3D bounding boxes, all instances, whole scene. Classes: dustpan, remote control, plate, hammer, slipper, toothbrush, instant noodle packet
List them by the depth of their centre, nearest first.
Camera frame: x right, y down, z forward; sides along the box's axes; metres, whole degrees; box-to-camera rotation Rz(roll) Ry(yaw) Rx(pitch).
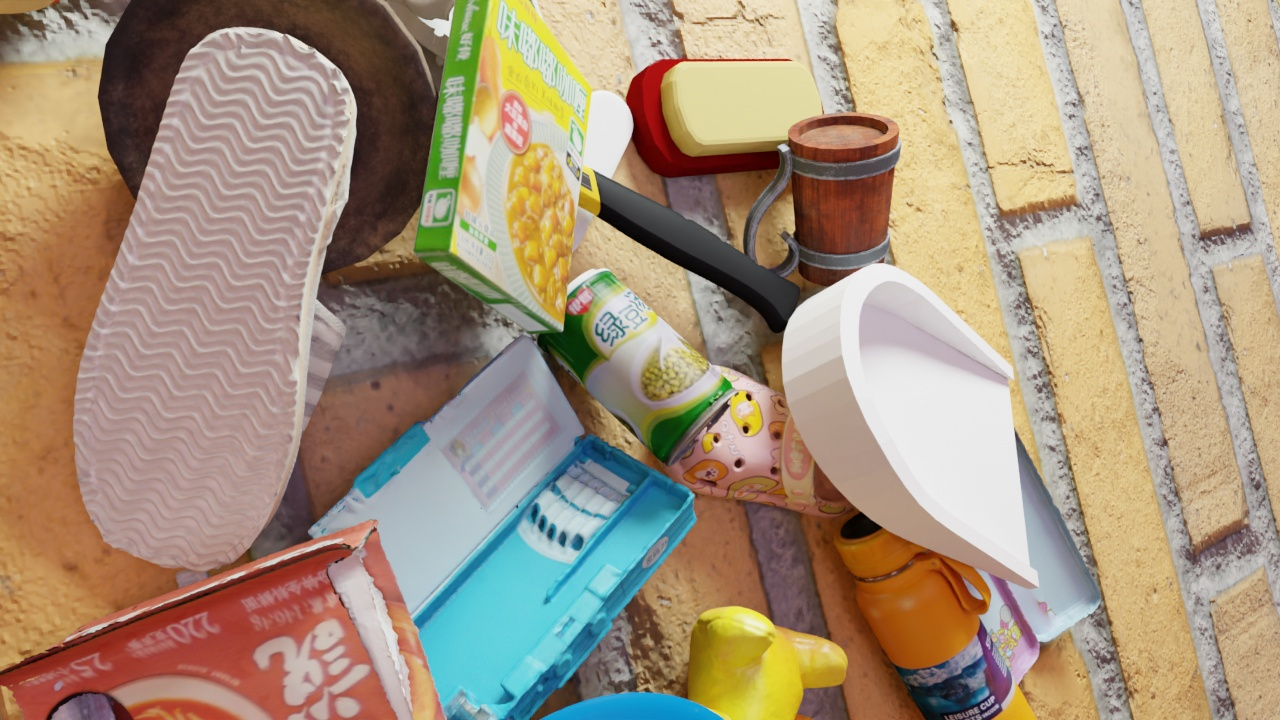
[{"bbox_3d":[-0.170,0.208,0.434,0.164,0.084,0.221,-20,91,-6],"label":"instant noodle packet"},{"bbox_3d":[-0.207,-0.026,0.459,0.114,0.054,0.273,13,102,-15],"label":"slipper"},{"bbox_3d":[-0.205,0.194,0.470,0.017,0.012,0.186,-19,78,-16],"label":"toothbrush"},{"bbox_3d":[-0.016,0.292,0.494,0.224,0.024,0.224,-3,98,-24],"label":"plate"},{"bbox_3d":[-0.026,-0.110,0.615,0.323,0.029,0.126,27,69,-18],"label":"hammer"},{"bbox_3d":[-0.043,-0.130,0.637,0.043,0.013,0.136,32,68,-23],"label":"remote control"},{"bbox_3d":[0.104,0.058,0.656,0.197,0.082,0.093,18,72,-29],"label":"slipper"},{"bbox_3d":[0.215,0.035,0.664,0.257,0.053,0.191,24,56,-28],"label":"dustpan"}]

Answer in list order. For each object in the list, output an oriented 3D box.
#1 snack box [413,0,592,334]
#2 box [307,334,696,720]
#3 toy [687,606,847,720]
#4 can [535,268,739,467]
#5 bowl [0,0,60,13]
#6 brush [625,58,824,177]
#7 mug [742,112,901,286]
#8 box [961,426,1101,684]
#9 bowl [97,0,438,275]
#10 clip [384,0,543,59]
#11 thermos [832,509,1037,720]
[{"bbox_3d":[-0.070,-0.113,0.517,0.132,0.027,0.167,38,55,-64],"label":"snack box"},{"bbox_3d":[-0.093,0.118,0.537,0.168,0.087,0.226,44,62,1],"label":"box"},{"bbox_3d":[0.051,0.254,0.588,0.134,0.088,0.193,22,80,-40],"label":"toy"},{"bbox_3d":[-0.003,0.003,0.583,0.121,0.067,0.067,43,61,11],"label":"can"},{"bbox_3d":[-0.324,-0.219,0.450,0.117,0.074,0.118,5,80,-30],"label":"bowl"},{"bbox_3d":[0.074,-0.189,0.697,0.173,0.042,0.082,-12,88,-31],"label":"brush"},{"bbox_3d":[0.134,-0.116,0.687,0.117,0.081,0.111,-12,123,-8],"label":"mug"},{"bbox_3d":[0.295,0.160,0.775,0.151,0.041,0.214,-33,99,-17],"label":"box"},{"bbox_3d":[-0.188,-0.130,0.487,0.162,0.070,0.162,-4,113,-10],"label":"bowl"},{"bbox_3d":[-0.131,-0.247,0.549,0.151,0.106,0.126,-4,60,-30],"label":"clip"},{"bbox_3d":[0.235,0.215,0.704,0.091,0.076,0.232,-30,100,10],"label":"thermos"}]
